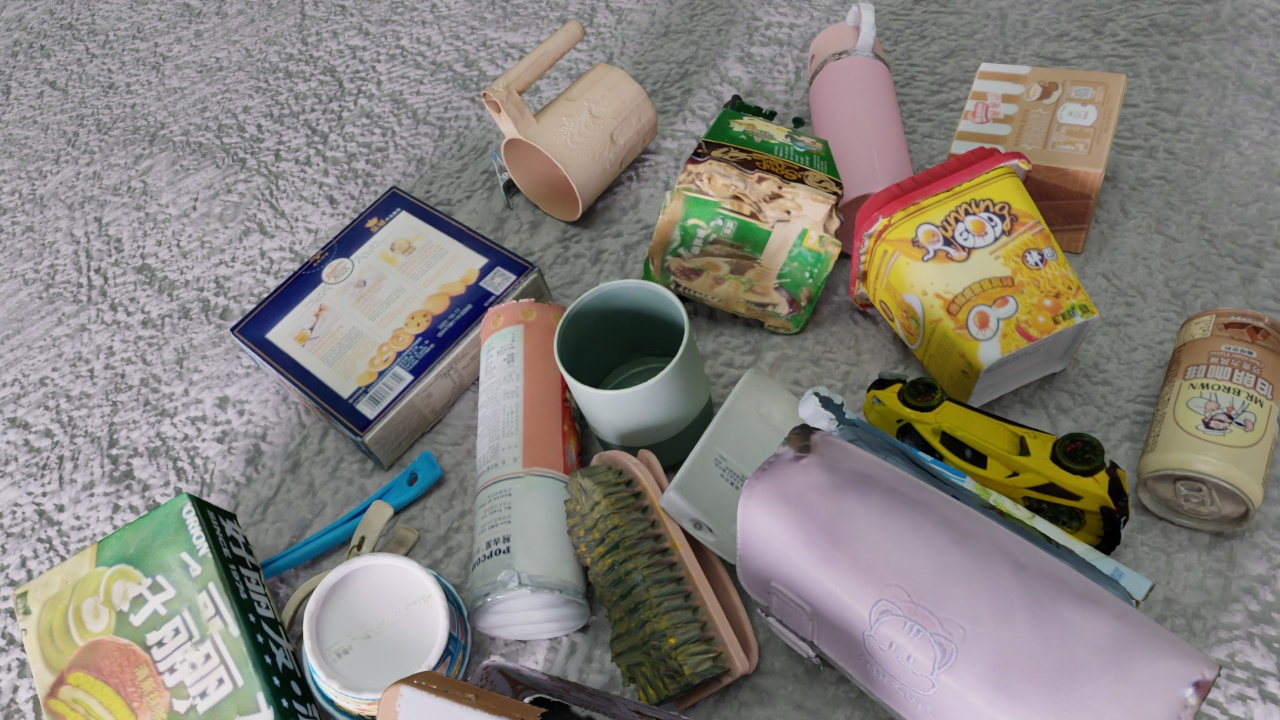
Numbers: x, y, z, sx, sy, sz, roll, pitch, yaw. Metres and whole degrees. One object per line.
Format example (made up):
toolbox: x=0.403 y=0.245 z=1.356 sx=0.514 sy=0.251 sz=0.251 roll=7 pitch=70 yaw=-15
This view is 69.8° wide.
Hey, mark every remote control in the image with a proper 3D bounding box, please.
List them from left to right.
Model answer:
remote control: x=0.061 y=0.057 z=0.538 sx=0.056 sy=0.019 sz=0.134 roll=38 pitch=41 yaw=1

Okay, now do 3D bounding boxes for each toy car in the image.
toy car: x=0.191 y=0.057 z=0.512 sx=0.156 sy=0.071 sz=0.041 roll=26 pitch=62 yaw=32

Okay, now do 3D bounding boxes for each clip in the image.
clip: x=-0.181 y=0.146 z=0.587 sx=0.034 sy=0.076 sz=0.103 roll=18 pitch=52 yaw=27
clip: x=-0.115 y=-0.154 z=0.783 sx=0.028 sy=0.024 sz=0.056 roll=-30 pitch=59 yaw=-2

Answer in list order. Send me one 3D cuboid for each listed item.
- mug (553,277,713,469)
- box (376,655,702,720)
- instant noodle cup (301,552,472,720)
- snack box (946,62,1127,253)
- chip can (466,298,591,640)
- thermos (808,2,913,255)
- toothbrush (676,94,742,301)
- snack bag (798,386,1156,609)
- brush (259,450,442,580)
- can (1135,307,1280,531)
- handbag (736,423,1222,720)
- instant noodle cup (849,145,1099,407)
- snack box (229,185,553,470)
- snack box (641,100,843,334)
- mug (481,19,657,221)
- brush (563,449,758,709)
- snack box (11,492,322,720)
mug: x=-0.003 y=0.003 z=0.583 sx=0.082 sy=0.106 sz=0.111 roll=-19 pitch=53 yaw=3
box: x=-0.032 y=0.218 z=0.406 sx=0.182 sy=0.158 sz=0.148 roll=9 pitch=57 yaw=21
instant noodle cup: x=-0.139 y=0.149 z=0.497 sx=0.099 sy=0.110 sz=0.099 roll=5 pitch=67 yaw=-11
snack box: x=0.267 y=-0.139 z=0.626 sx=0.094 sy=0.077 sz=0.092 roll=14 pitch=60 yaw=23
chip can: x=-0.071 y=0.061 z=0.584 sx=0.071 sy=0.071 sz=0.214 roll=-12 pitch=53 yaw=8
thermos: x=0.164 y=-0.179 z=0.679 sx=0.067 sy=0.087 sz=0.198 roll=6 pitch=56 yaw=-4
toothbrush: x=0.054 y=-0.135 z=0.719 sx=0.027 sy=0.026 sz=0.212 roll=-28 pitch=37 yaw=48
snack bag: x=0.163 y=0.078 z=0.481 sx=0.191 sy=0.110 sz=0.039 roll=34 pitch=88 yaw=31
brush: x=-0.244 y=0.138 z=0.605 sx=0.254 sy=0.046 sz=0.083 roll=-32 pitch=49 yaw=-13
can: x=0.315 y=0.030 z=0.503 sx=0.058 sy=0.058 sz=0.116 roll=19 pitch=63 yaw=27
handbag: x=0.141 y=0.128 z=0.429 sx=0.098 sy=0.145 sz=0.197 roll=-43 pitch=55 yaw=-19
instant noodle cup: x=0.203 y=-0.045 z=0.564 sx=0.116 sy=0.116 sz=0.123 roll=-24 pitch=64 yaw=-2
snack box: x=-0.192 y=-0.034 z=0.703 sx=0.182 sy=0.046 sz=0.177 roll=31 pitch=68 yaw=32
snack box: x=0.077 y=-0.103 z=0.632 sx=0.118 sy=0.118 sz=0.105 roll=18 pitch=44 yaw=-1
mug: x=-0.057 y=-0.191 z=0.731 sx=0.084 sy=0.125 sz=0.103 roll=15 pitch=56 yaw=49
brush: x=0.009 y=0.115 z=0.512 sx=0.072 sy=0.063 sz=0.145 roll=-7 pitch=60 yaw=-39
snack box: x=-0.248 y=0.203 z=0.507 sx=0.114 sy=0.063 sz=0.240 roll=-31 pitch=66 yaw=-6
